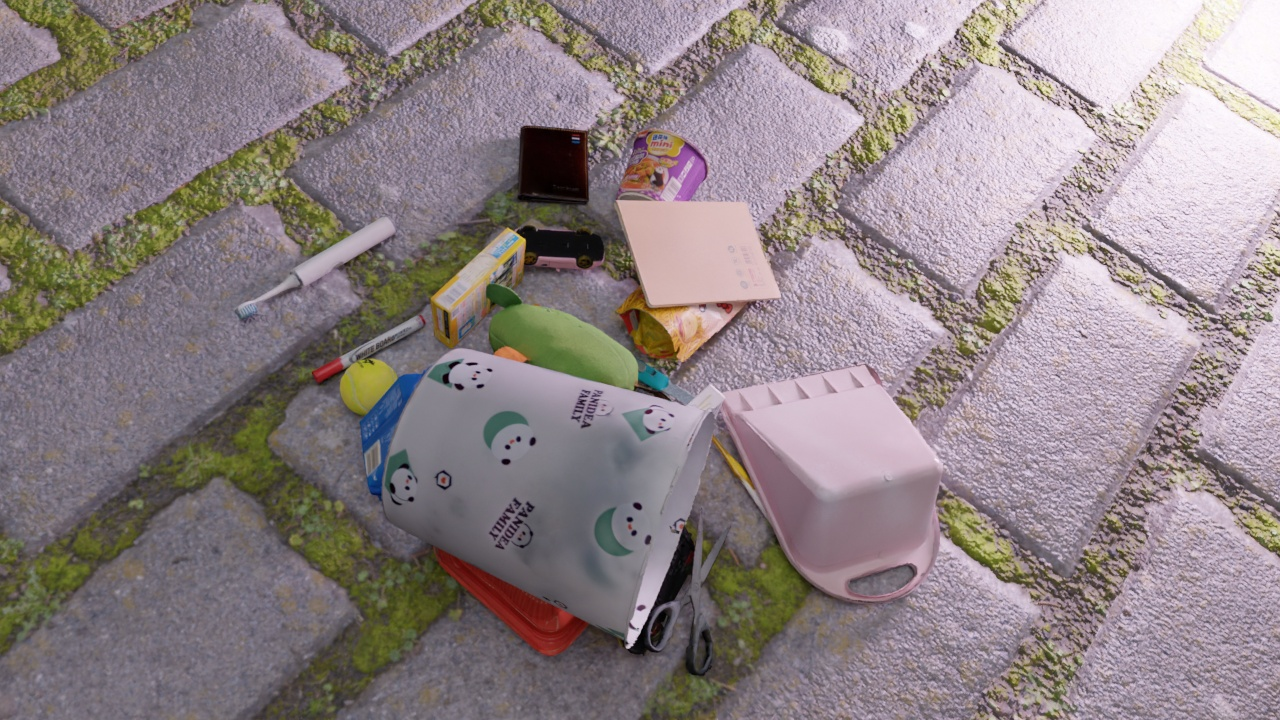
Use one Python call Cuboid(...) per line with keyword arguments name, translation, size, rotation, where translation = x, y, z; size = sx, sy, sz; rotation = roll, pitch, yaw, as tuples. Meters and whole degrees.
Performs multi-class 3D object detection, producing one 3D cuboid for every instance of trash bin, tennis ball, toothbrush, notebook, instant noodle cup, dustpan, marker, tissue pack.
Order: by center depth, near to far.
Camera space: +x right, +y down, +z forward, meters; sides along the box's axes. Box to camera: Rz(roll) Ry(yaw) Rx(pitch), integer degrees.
Cuboid(name="trash bin", translation=(-0.084, 0.112, 0.861), size=(0.252, 0.230, 0.229), rotation=(19, 60, 12))
Cuboid(name="instant noodle cup", translation=(-0.107, 0.194, 0.975), size=(0.189, 0.079, 0.164), rotation=(35, 59, 16))
Cuboid(name="tissue pack", translation=(-0.251, 0.079, 0.984), size=(0.052, 0.158, 0.094), rotation=(10, 53, -39))
Cuboid(name="tennis ball", translation=(-0.307, 0.031, 1.042), size=(0.065, 0.066, 0.065), rotation=(4, 61, -7))
Cuboid(name="toothbrush", translation=(0.118, 0.138, 1.079), size=(0.016, 0.018, 0.191), rotation=(-31, 72, -21))
Cuboid(name="dustpan", translation=(0.231, 0.144, 1.088), size=(0.222, 0.139, 0.273), rotation=(-9, 35, -17))
Cuboid(name="marker", translation=(-0.322, -0.015, 1.093), size=(0.145, 0.017, 0.017), rotation=(-32, 70, -23))
Cuboid(name="toothbrush", translation=(-0.399, -0.115, 1.131), size=(0.220, 0.027, 0.026), rotation=(-37, 77, -25))
Cuboid(name="notebook", translation=(0.076, -0.138, 1.161), size=(0.207, 0.008, 0.147), rotation=(-6, 69, -33))
Cuboid(name="instant noodle cup", translation=(0.023, -0.233, 1.221), size=(0.111, 0.112, 0.099), rotation=(24, 70, 5))

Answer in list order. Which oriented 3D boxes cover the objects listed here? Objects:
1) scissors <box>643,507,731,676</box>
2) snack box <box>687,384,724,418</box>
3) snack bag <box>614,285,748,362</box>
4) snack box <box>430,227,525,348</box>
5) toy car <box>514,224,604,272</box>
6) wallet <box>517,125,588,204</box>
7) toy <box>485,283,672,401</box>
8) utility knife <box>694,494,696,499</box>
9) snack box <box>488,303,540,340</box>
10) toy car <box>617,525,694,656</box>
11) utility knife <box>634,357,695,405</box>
Cuboid(name="scissors", translation=(0.057, 0.249, 0.975), size=(0.174, 0.014, 0.159), rotation=(-19, 93, -42))
Cuboid(name="snack box", translation=(0.028, 0.098, 1.027), size=(0.027, 0.085, 0.156), rotation=(42, 65, 14))
Cuboid(name="snack bag", translation=(0.068, -0.088, 1.175), size=(0.128, 0.073, 0.207), rotation=(37, 55, 12))
Cuboid(name="snack box", translation=(-0.195, -0.087, 1.112), size=(0.034, 0.087, 0.140), rotation=(37, 63, 12))
Cuboid(name="toy car", translation=(-0.107, -0.143, 1.184), size=(0.122, 0.037, 0.056), rotation=(3, 56, -10))
Cuboid(name="wallet", translation=(-0.120, -0.269, 1.265), size=(0.096, 0.020, 0.122), rotation=(2, 63, -8))
Cuboid(name="toy", translation=(-0.077, 0.001, 1.022), size=(0.247, 0.090, 0.226), rotation=(31, 15, 30))
Cuboid(name="utility knife", translation=(-0.016, 0.135, 1.057), size=(0.165, 0.018, 0.030), rotation=(23, 56, 2))
Cuboid(name="snack box", translation=(-0.111, 0.006, 1.108), size=(0.075, 0.026, 0.153), rotation=(-32, 70, -24))
Cuboid(name="toy car", translation=(0.012, 0.236, 0.976), size=(0.041, 0.071, 0.155), rotation=(-3, 45, 41))
Cuboid(name="utility knife", translation=(-0.007, 0.007, 1.131), size=(0.205, 0.013, 0.029), rotation=(31, 61, 9))
